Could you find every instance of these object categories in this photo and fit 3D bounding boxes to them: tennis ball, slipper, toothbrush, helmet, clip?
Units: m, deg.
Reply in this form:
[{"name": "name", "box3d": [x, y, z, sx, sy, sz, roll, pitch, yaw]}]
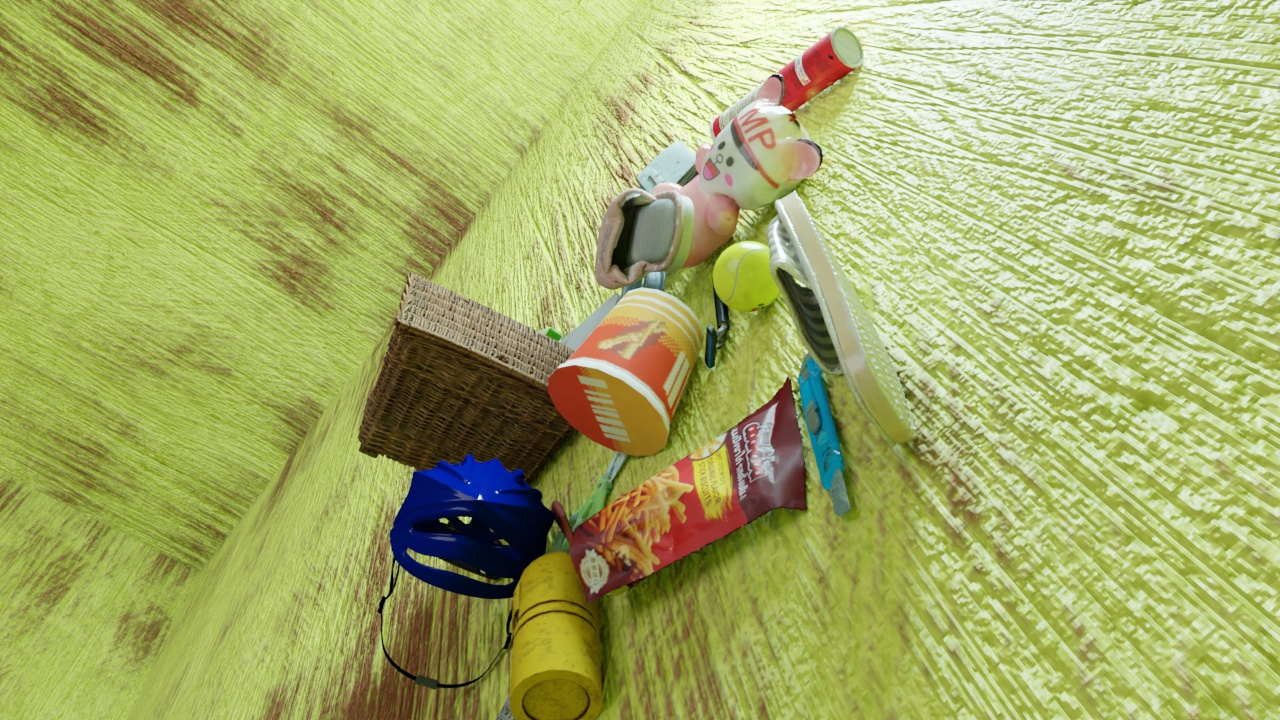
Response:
[{"name": "tennis ball", "box3d": [0.100, -0.077, 0.848, 0.065, 0.065, 0.065, -45, 23, 24]}, {"name": "slipper", "box3d": [0.134, -0.036, 0.661, 0.054, 0.114, 0.272, -26, 31, 12]}, {"name": "toothbrush", "box3d": [-0.067, 0.155, 0.858, 0.190, 0.016, 0.016, -171, 85, -79]}, {"name": "helmet", "box3d": [-0.170, 0.202, 0.863, 0.242, 0.148, 0.227, 127, 160, -78]}, {"name": "slipper", "box3d": [-0.011, -0.138, 1.033, 0.275, 0.054, 0.114, -176, 92, -70]}, {"name": "clip", "box3d": [0.006, -0.116, 1.119, 0.115, 0.028, 0.163, -62, 22, 24]}]

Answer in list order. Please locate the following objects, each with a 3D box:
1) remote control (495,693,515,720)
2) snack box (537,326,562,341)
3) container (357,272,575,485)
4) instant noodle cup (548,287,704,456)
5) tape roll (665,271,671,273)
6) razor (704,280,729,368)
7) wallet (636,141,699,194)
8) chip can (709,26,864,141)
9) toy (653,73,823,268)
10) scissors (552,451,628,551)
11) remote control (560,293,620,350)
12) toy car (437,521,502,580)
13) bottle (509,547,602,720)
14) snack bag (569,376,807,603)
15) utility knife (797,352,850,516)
[{"name": "remote control", "box3d": [-0.104, 0.291, 0.786, 0.033, 0.013, 0.136, -12, 46, 61]}, {"name": "snack box", "box3d": [-0.177, 0.031, 1.311, 0.168, 0.027, 0.132, -59, 13, -10]}, {"name": "container", "box3d": [-0.200, 0.047, 1.078, 0.183, 0.250, 0.162, -58, 19, 16]}, {"name": "instant noodle cup", "box3d": [-0.005, 0.005, 0.884, 0.124, 0.123, 0.120, -26, 27, 52]}, {"name": "tape roll", "box3d": [0.049, -0.149, 1.138, 0.094, 0.018, 0.093, -45, 22, 23]}, {"name": "razor", "box3d": [0.079, -0.048, 0.916, 0.144, 0.022, 0.043, -79, -8, -55]}, {"name": "wallet", "box3d": [0.045, -0.244, 1.257, 0.100, 0.054, 0.131, -51, 26, 12]}, {"name": "chip can", "box3d": [0.169, -0.318, 1.094, 0.215, 0.052, 0.051, -25, 35, 52]}, {"name": "toy", "box3d": [0.102, -0.197, 1.000, 0.214, 0.084, 0.141, -44, 41, 36]}, {"name": "scissors", "box3d": [-0.031, 0.123, 0.896, 0.174, 0.032, 0.093, -63, 19, -13]}, {"name": "remote control", "box3d": [-0.071, -0.029, 1.206, 0.151, 0.019, 0.074, -38, 23, 41]}, {"name": "toy car", "box3d": [-0.191, 0.208, 1.003, 0.037, 0.092, 0.040, 114, 177, -57]}, {"name": "bottle", "box3d": [-0.069, 0.215, 0.749, 0.071, 0.071, 0.163, -47, 22, 18]}, {"name": "snack bag", "box3d": [0.044, 0.111, 0.723, 0.208, 0.066, 0.138, -32, 23, 26]}, {"name": "utility knife", "box3d": [0.130, 0.049, 0.656, 0.185, 0.015, 0.031, -92, 21, -58]}]
